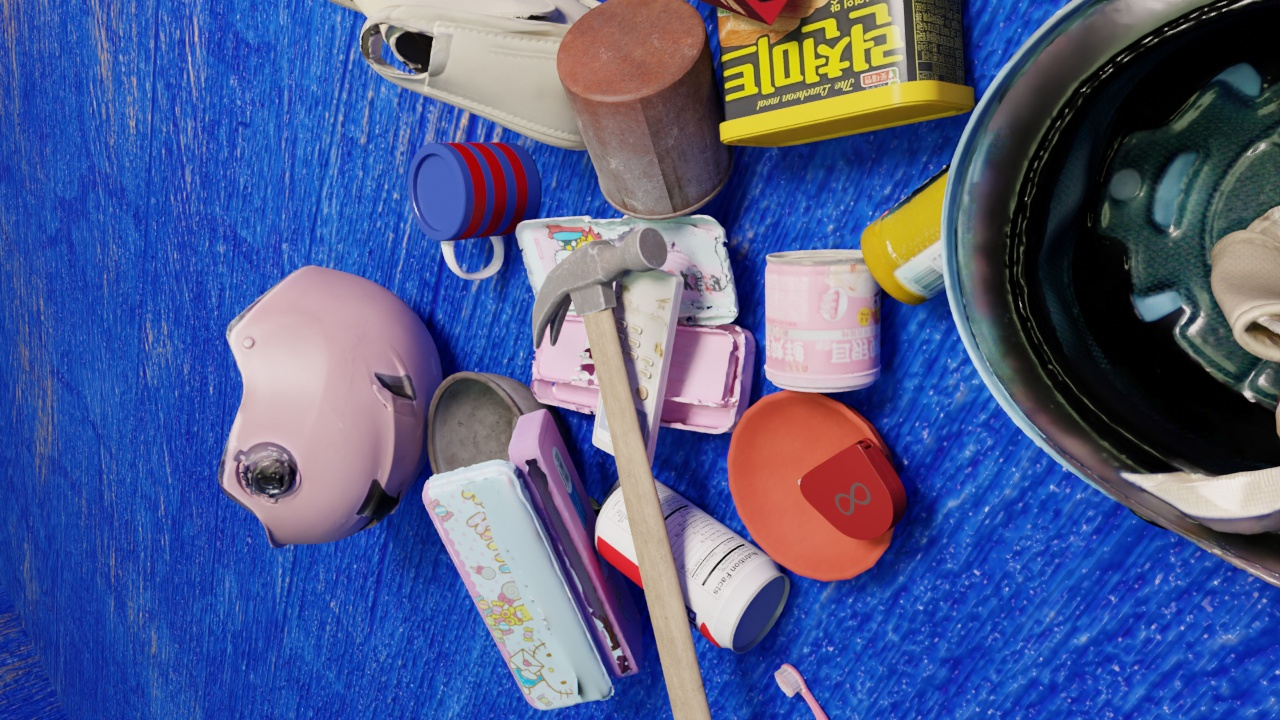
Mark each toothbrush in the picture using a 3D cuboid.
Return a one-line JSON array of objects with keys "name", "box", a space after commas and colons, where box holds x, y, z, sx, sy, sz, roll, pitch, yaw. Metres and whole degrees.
[{"name": "toothbrush", "box": [0.137, 0.263, 0.618, 0.135, 0.016, 0.022, 50, 129, 23]}]

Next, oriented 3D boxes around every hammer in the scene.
[{"name": "hammer", "box": [0.002, 0.085, 0.606, 0.120, 0.030, 0.331, -13, 92, 44]}]

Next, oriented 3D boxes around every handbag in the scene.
[{"name": "handbag", "box": [-0.117, -0.252, 0.628, 0.229, 0.183, 0.132, 49, 128, 45]}]

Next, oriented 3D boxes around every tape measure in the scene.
[{"name": "tape measure", "box": [0.125, 0.078, 0.531, 0.051, 0.019, 0.059, 59, 139, 12]}]

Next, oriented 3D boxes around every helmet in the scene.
[{"name": "helmet", "box": [0.251, -0.036, 0.326, 0.266, 0.166, 0.226, 26, 119, 27]}, {"name": "helmet", "box": [-0.260, 0.047, 0.824, 0.152, 0.230, 0.255, 7, 97, -2]}]

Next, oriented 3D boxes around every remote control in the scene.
[{"name": "remote control", "box": [-0.004, 0.003, 0.616, 0.050, 0.011, 0.136, 24, 113, 37]}]

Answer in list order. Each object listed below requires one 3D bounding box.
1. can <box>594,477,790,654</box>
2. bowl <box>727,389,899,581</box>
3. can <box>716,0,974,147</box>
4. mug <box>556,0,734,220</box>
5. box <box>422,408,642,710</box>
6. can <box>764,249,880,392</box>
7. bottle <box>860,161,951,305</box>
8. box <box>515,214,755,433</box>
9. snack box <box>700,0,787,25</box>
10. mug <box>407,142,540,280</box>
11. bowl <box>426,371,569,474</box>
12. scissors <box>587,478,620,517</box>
[{"name": "can", "box": [0.034, 0.141, 0.648, 0.132, 0.070, 0.070, 31, 120, 35]}, {"name": "bowl", "box": [0.114, 0.075, 0.579, 0.122, 0.035, 0.122, 13, 109, 41]}, {"name": "can", "box": [0.106, -0.178, 0.499, 0.131, 0.072, 0.101, 0, 98, 43]}, {"name": "mug", "box": [0.009, -0.166, 0.562, 0.096, 0.110, 0.122, 8, 63, 13]}, {"name": "box", "box": [-0.077, 0.153, 0.681, 0.092, 0.089, 0.214, -18, 111, 8]}, {"name": "can", "box": [0.107, -0.025, 0.539, 0.067, 0.067, 0.076, 8, 105, 42]}, {"name": "bottle", "box": [0.193, -0.096, 0.449, 0.187, 0.053, 0.053, -40, 73, 42]}, {"name": "box", "box": [-0.007, -0.029, 0.660, 0.202, 0.058, 0.156, 7, 103, 42]}, {"name": "snack box", "box": [0.060, -0.267, 0.481, 0.152, 0.035, 0.132, -57, 45, 9]}, {"name": "mug", "box": [-0.135, -0.118, 0.737, 0.075, 0.076, 0.112, 24, 116, 37]}, {"name": "bowl", "box": [-0.109, 0.075, 0.769, 0.145, 0.067, 0.145, 13, 109, 41]}, {"name": "scissors", "box": [-0.046, 0.153, 0.763, 0.151, 0.019, 0.120, -10, 93, 43]}]
